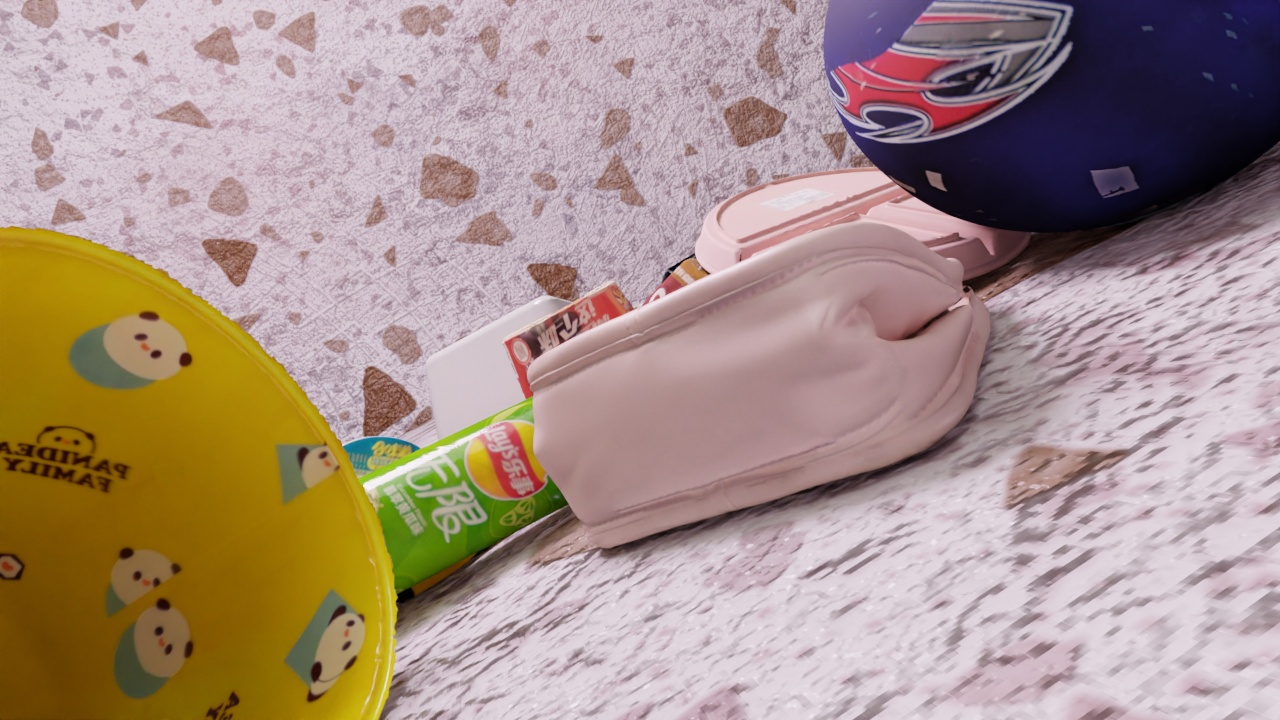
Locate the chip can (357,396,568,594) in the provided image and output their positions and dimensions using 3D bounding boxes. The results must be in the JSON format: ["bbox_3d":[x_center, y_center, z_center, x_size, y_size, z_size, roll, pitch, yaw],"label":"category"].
[{"bbox_3d":[-0.130,0.090,0.513,0.221,0.072,0.073,-25,4,-19],"label":"chip can"}]

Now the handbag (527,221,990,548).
[{"bbox_3d":[0.079,-0.003,0.453,0.194,0.093,0.233,-23,-1,40],"label":"handbag"}]

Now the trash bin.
[{"bbox_3d":[-0.268,0.115,0.355,0.255,0.229,0.229,-33,4,11],"label":"trash bin"}]

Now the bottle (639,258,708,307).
[{"bbox_3d":[-0.004,0.004,0.677,0.175,0.057,0.057,-45,5,4],"label":"bottle"}]

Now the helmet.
[{"bbox_3d":[0.221,-0.198,0.522,0.240,0.247,0.315,-58,27,3],"label":"helmet"}]

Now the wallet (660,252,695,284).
[{"bbox_3d":[0.031,-0.041,0.888,0.019,0.121,0.097,18,22,14],"label":"wallet"}]

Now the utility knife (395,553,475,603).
[{"bbox_3d":[-0.089,0.102,0.575,0.171,0.015,0.033,-31,26,-32],"label":"utility knife"}]

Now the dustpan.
[{"bbox_3d":[-0.107,0.039,0.958,0.223,0.142,0.257,-26,-22,22],"label":"dustpan"}]

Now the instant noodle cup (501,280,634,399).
[{"bbox_3d":[-0.045,0.005,0.771,0.138,0.108,0.138,-28,6,3],"label":"instant noodle cup"}]

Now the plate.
[{"bbox_3d":[0.152,-0.099,0.647,0.229,0.028,0.229,-7,25,3],"label":"plate"}]

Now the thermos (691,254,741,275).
[{"bbox_3d":[0.069,-0.045,0.817,0.093,0.093,0.143,-28,-3,3],"label":"thermos"}]

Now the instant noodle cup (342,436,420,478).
[{"bbox_3d":[-0.185,0.111,0.606,0.099,0.099,0.110,-32,0,-35],"label":"instant noodle cup"}]

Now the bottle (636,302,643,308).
[{"bbox_3d":[0.099,-0.058,0.719,0.206,0.060,0.059,-17,7,6],"label":"bottle"}]
